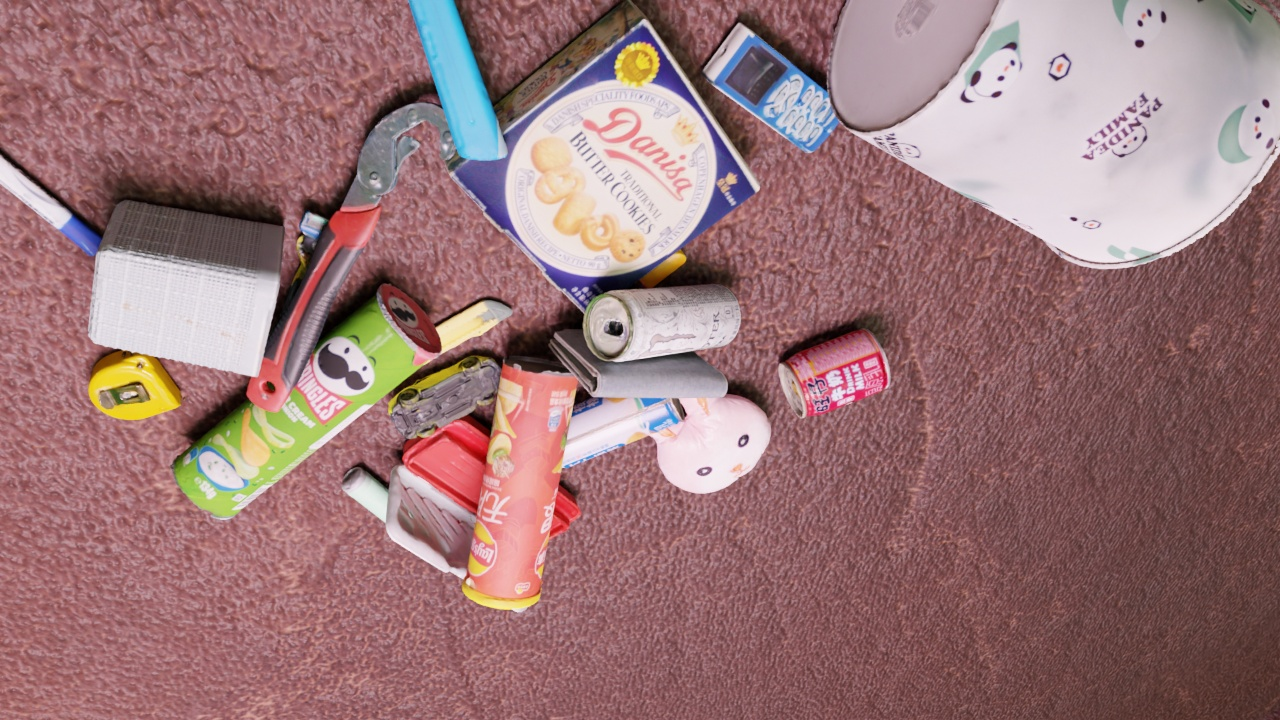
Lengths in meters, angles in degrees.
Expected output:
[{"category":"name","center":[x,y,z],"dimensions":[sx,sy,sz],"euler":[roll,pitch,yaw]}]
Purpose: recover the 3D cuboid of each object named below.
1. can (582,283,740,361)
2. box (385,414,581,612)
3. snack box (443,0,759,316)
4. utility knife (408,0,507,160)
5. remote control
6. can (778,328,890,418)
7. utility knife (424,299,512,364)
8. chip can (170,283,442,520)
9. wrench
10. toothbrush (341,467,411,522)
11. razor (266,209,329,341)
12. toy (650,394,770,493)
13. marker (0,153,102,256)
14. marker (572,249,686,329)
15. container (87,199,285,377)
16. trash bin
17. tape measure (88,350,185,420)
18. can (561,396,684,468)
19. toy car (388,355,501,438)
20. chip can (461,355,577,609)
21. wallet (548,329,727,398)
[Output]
[{"category":"can","center":[0.021,-0.034,0.783],"dimensions":[0.146,0.058,0.058],"euler":[-9,134,-47]},{"category":"box","center":[-0.145,0.150,0.873],"dimensions":[0.110,0.100,0.201],"euler":[-34,132,12]},{"category":"snack box","center":[-0.026,-0.148,0.715],"dimensions":[0.183,0.045,0.178],"euler":[-36,131,10]},{"category":"utility knife","center":[-0.137,-0.239,0.591],"dimensions":[0.034,0.018,0.234],"euler":[-16,119,1]},{"category":"remote control","center":[0.108,-0.213,0.728],"dimensions":[0.124,0.024,0.049],"euler":[24,115,-36]},{"category":"can","center":[0.192,0.014,0.917],"dimensions":[0.093,0.066,0.067],"euler":[-20,132,-5]},{"category":"utility knife","center":[-0.202,0.001,0.791],"dimensions":[0.202,0.021,0.031],"euler":[-28,126,8]},{"category":"chip can","center":[-0.272,0.037,0.750],"dimensions":[0.236,0.072,0.072],"euler":[-37,131,10]},{"category":"wrench","center":[-0.222,-0.074,0.678],"dimensions":[0.056,0.016,0.274],"euler":[35,104,-5]},{"category":"toothbrush","center":[-0.216,0.175,0.913],"dimensions":[0.026,0.027,0.224],"euler":[-57,136,-22]},{"category":"razor","center":[-0.265,-0.052,0.713],"dimensions":[0.042,0.022,0.143],"euler":[21,115,-27]},{"category":"toy","center":[0.060,0.072,0.926],"dimensions":[0.121,0.054,0.159],"euler":[-41,122,12]},{"category":"marker","center":[-0.416,-0.123,0.601],"dimensions":[0.017,0.017,0.146],"euler":[-32,132,5]},{"category":"marker","center":[-0.012,-0.059,0.814],"dimensions":[0.124,0.015,0.018],"euler":[-37,137,13]},{"category":"container","center":[-0.319,-0.054,0.649],"dimensions":[0.111,0.090,0.090],"euler":[12,122,-25]},{"category":"trash bin","center":[0.295,-0.214,0.682],"dimensions":[0.251,0.229,0.230],"euler":[16,120,-24]},{"category":"tape measure","center":[-0.398,0.022,0.717],"dimensions":[0.057,0.029,0.060],"euler":[-19,131,-6]},{"category":"can","center":[-0.030,0.057,0.863],"dimensions":[0.135,0.053,0.053],"euler":[-22,133,9]},{"category":"toy car","center":[-0.172,0.029,0.811],"dimensions":[0.105,0.032,0.048],"euler":[-28,133,-14]},{"category":"chip can","center":[-0.106,0.107,0.818],"dimensions":[0.073,0.073,0.216],"euler":[8,97,-27]},{"category":"wallet","center":[-0.005,0.005,0.803],"dimensions":[0.129,0.106,0.037],"euler":[1,115,-32]}]
